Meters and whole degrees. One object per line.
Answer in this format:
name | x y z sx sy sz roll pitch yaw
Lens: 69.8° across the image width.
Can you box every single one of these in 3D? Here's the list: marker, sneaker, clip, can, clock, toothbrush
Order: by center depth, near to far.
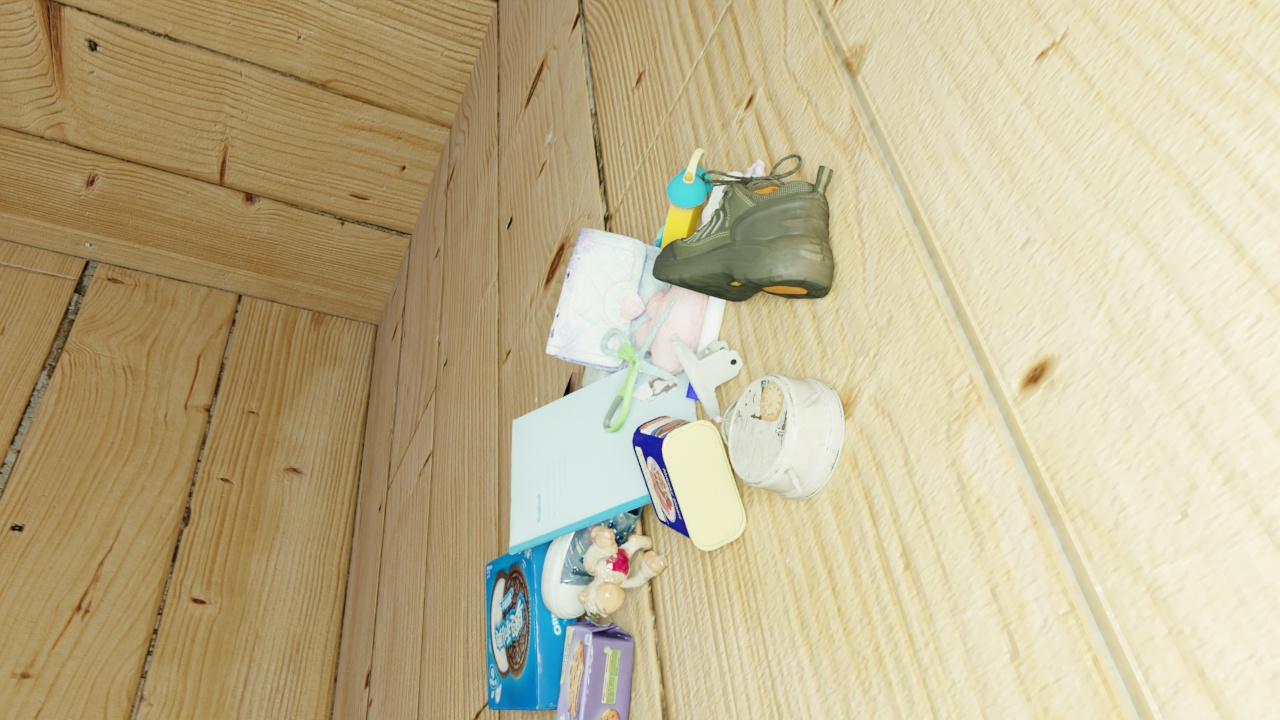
clock | 0.105 0.059 0.780 0.157 0.061 0.103 8 85 65
sneaker | 0.092 -0.133 0.856 0.238 0.101 0.143 5 84 59
can | 0.042 0.110 0.859 0.092 0.056 0.116 6 116 70
clip | 0.068 0.004 0.910 0.055 0.102 0.045 -33 30 -8
marker | 0.072 -0.028 0.959 0.020 0.020 0.141 9 86 67
clock | 0.051 -0.173 1.028 0.099 0.044 0.130 -59 -15 -67
sneaker | -0.038 0.190 1.042 0.079 0.087 0.235 21 92 48
toothbrush | 0.026 -0.151 1.139 0.022 0.017 0.136 -95 28 -44

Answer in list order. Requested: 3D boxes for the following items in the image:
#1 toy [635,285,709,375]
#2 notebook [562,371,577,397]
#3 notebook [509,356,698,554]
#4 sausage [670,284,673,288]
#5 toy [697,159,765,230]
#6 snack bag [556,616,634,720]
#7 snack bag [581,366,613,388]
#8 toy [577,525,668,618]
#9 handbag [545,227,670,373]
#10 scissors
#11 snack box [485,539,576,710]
toy | 0.032 -0.039 1.004 0.105 0.053 0.108 19 92 57
notebook | -0.117 0.139 1.258 0.142 0.008 0.208 116 164 -51
notebook | -0.046 0.097 1.019 0.254 0.009 0.180 -25 49 24
sausage | 0.070 -0.099 1.002 0.156 0.020 0.020 146 133 -59
toy | 0.092 -0.163 0.965 0.123 0.038 0.079 -46 26 43
snack bag | -0.050 0.381 0.975 0.096 0.058 0.205 156 121 -66
snack bag | -0.068 0.109 1.188 0.077 0.041 0.225 -168 89 -70
toy | -0.035 0.227 0.972 0.106 0.085 0.074 -61 26 7
handbag | -0.034 -0.067 1.091 0.069 0.126 0.158 6 82 65
scissors | -0.006 0.001 0.987 0.172 0.023 0.172 -60 30 21
snack box | -0.143 0.343 1.170 0.239 0.056 0.195 141 129 -59
